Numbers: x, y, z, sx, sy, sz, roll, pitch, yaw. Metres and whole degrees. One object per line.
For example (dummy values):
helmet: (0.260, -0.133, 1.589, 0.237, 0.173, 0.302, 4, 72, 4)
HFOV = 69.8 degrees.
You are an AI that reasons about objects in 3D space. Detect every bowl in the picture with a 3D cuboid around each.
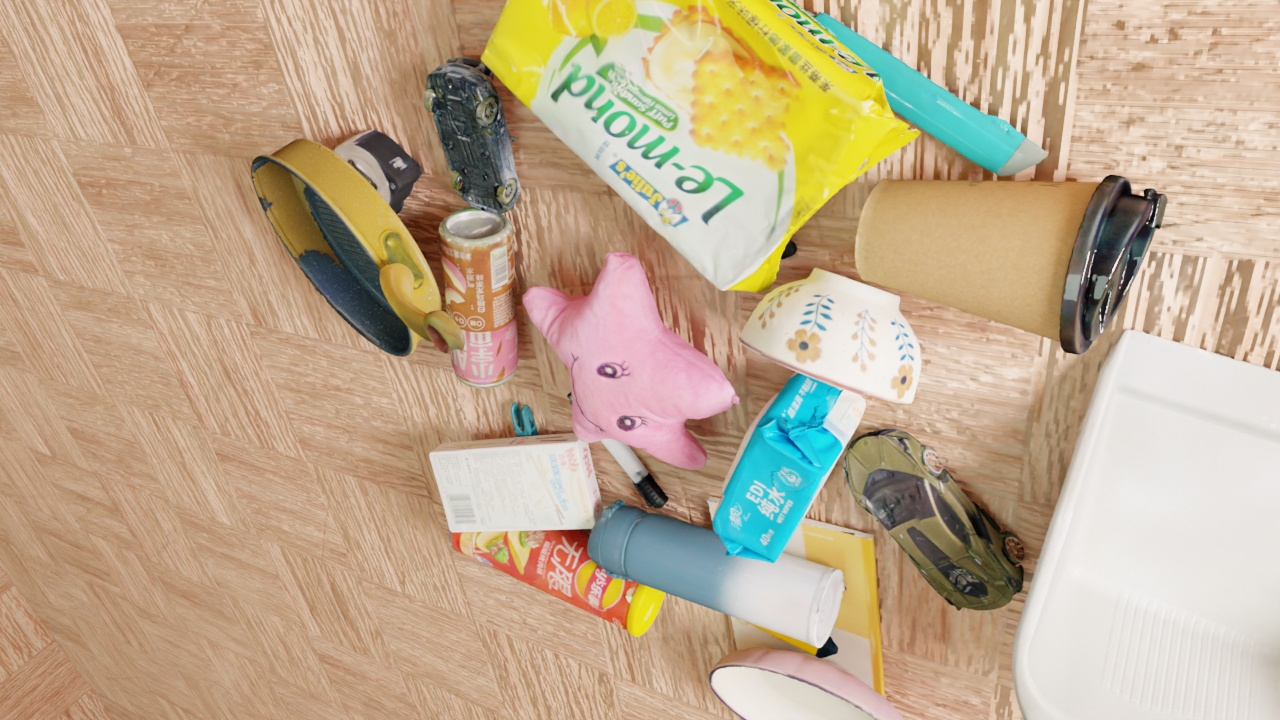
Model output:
bowl: (0.124, -0.021, 0.573, 0.113, 0.113, 0.062, 22, 98, 19)

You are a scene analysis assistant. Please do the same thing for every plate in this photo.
plate: (0.156, 0.309, 0.824, 0.192, 0.038, 0.193, 21, 147, 15)

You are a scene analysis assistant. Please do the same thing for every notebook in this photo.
notebook: (0.138, 0.212, 0.800, 0.146, 0.010, 0.206, 9, 128, 31)

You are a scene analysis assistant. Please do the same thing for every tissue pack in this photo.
tissue pack: (0.103, 0.075, 0.661, 0.063, 0.089, 0.140, 30, 135, 14)

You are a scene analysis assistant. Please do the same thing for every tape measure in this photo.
tape measure: (-0.219, -0.152, 0.748, 0.066, 0.033, 0.066, 42, 135, -1)

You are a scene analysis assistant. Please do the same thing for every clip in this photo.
clip: (-0.107, 0.063, 0.853, 0.046, 0.014, 0.057, 10, 126, 28)

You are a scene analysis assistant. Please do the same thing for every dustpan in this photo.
dustpan: (0.338, 0.152, 0.523, 0.223, 0.142, 0.258, 20, 134, 21)

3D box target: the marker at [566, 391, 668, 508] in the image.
marker: (-0.020, 0.078, 0.800, 0.023, 0.018, 0.131, -31, 104, 31)

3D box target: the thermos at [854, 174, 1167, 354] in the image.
thermos: (0.195, -0.060, 0.498, 0.143, 0.092, 0.093, 18, 132, 34)

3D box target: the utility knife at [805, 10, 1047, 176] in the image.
utility knife: (0.150, -0.150, 0.508, 0.160, 0.013, 0.029, 37, 134, 9)

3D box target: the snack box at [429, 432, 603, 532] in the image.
snack box: (-0.116, 0.115, 0.850, 0.157, 0.026, 0.085, -6, 106, 21)

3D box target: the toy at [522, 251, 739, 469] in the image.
toy: (-0.004, 0.004, 0.689, 0.179, 0.074, 0.195, 9, 130, 34)

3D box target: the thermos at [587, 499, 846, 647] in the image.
thermos: (0.057, 0.176, 0.776, 0.221, 0.070, 0.070, 12, 129, 29)

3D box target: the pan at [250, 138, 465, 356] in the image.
pan: (-0.204, -0.066, 0.699, 0.358, 0.078, 0.198, 16, 141, 48)

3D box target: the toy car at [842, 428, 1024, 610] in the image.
toy car: (0.207, 0.115, 0.658, 0.158, 0.042, 0.070, 48, 136, -2)

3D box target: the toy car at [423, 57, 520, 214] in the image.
toy car: (-0.119, -0.161, 0.671, 0.054, 0.036, 0.121, 18, 142, 21)

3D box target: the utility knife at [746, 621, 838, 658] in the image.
utility knife: (0.095, 0.218, 0.816, 0.173, 0.015, 0.033, 23, 135, 20)

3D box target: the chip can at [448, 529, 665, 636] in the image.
chip can: (-0.081, 0.194, 0.897, 0.217, 0.073, 0.073, 18, 131, 23)

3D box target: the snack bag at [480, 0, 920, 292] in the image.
snack bag: (0.025, -0.167, 0.534, 0.246, 0.068, 0.158, 44, 137, 3)

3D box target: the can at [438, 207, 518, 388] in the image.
can: (-0.130, -0.049, 0.749, 0.058, 0.057, 0.147, 22, 133, 20)

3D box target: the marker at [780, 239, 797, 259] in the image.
marker: (0.051, -0.105, 0.611, 0.124, 0.015, 0.018, 34, 137, 3)
